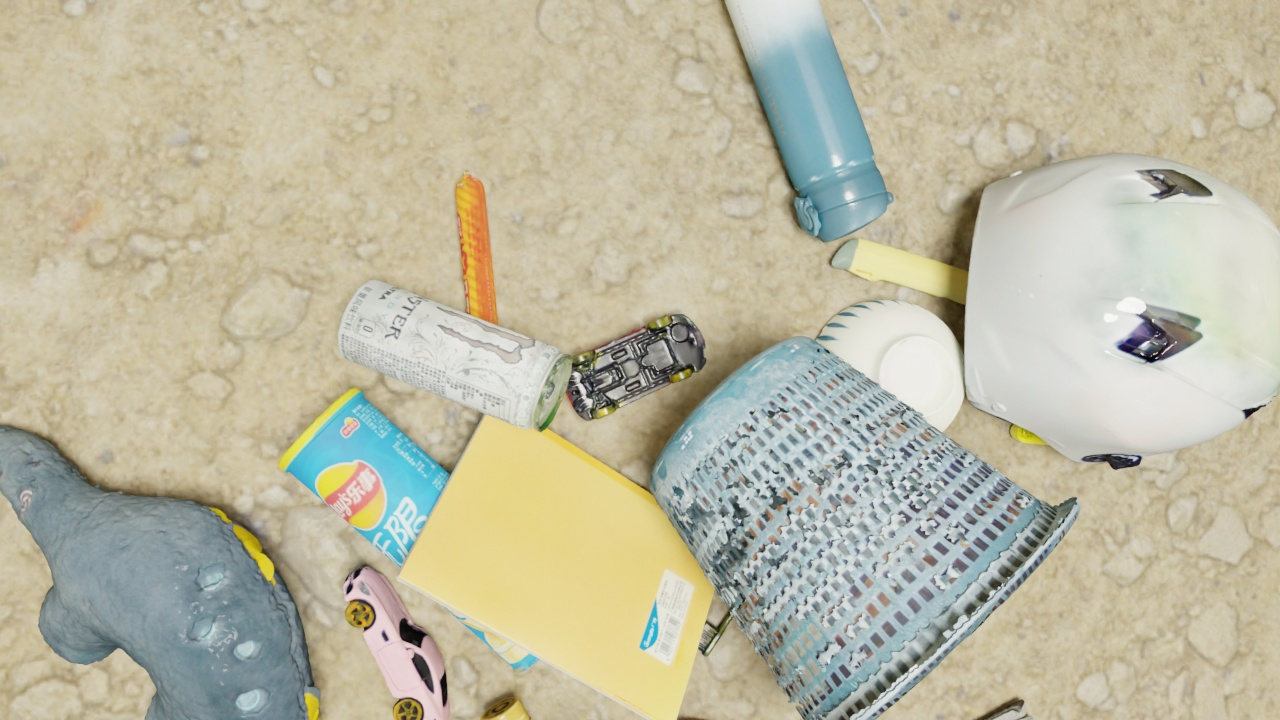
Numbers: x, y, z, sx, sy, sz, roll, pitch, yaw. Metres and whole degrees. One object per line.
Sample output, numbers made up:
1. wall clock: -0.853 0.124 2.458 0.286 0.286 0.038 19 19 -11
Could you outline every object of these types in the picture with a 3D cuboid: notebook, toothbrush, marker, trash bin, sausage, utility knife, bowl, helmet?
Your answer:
1. notebook: -0.041 0.132 0.612 0.206 0.010 0.145 33 52 -14
2. toothbrush: 0.094 0.137 0.681 0.017 0.012 0.185 34 84 4
3. marker: 0.351 0.061 0.724 0.124 0.015 0.018 6 91 -11
4. trash bin: 0.121 0.099 0.587 0.226 0.227 0.195 -40 70 -8
5. sausage: -0.113 -0.052 0.647 0.021 0.021 0.165 -6 89 -10
6. utility knife: 0.223 -0.062 0.705 0.162 0.018 0.031 16 90 -7
7. bowl: 0.188 0.011 0.672 0.116 0.066 0.116 0 89 -9
8. helmet: 0.363 -0.042 0.645 0.258 0.146 0.228 18 77 -17

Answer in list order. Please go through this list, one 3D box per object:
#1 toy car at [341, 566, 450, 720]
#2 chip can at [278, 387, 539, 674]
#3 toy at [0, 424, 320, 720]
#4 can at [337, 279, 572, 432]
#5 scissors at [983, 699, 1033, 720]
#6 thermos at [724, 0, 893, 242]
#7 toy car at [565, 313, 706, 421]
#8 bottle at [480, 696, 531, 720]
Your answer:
1. toy car: -0.160 0.193 0.616 0.037 0.056 0.122 -26 93 -6
2. chip can: -0.137 0.114 0.614 0.210 0.071 0.071 44 82 -6
3. toy: -0.292 0.168 0.585 0.138 0.091 0.356 -35 93 19
4. can: -0.122 -0.003 0.607 0.147 0.058 0.058 20 85 8
5. scissors: 0.195 0.302 0.691 0.193 0.015 0.206 30 84 -7
6. thermos: 0.118 -0.196 0.667 0.070 0.070 0.220 -20 92 -9
7. toy car: -0.004 0.004 0.658 0.106 0.031 0.049 -25 93 -8
8. bottle: -0.050 0.334 0.626 0.065 0.065 0.218 -26 92 -9
